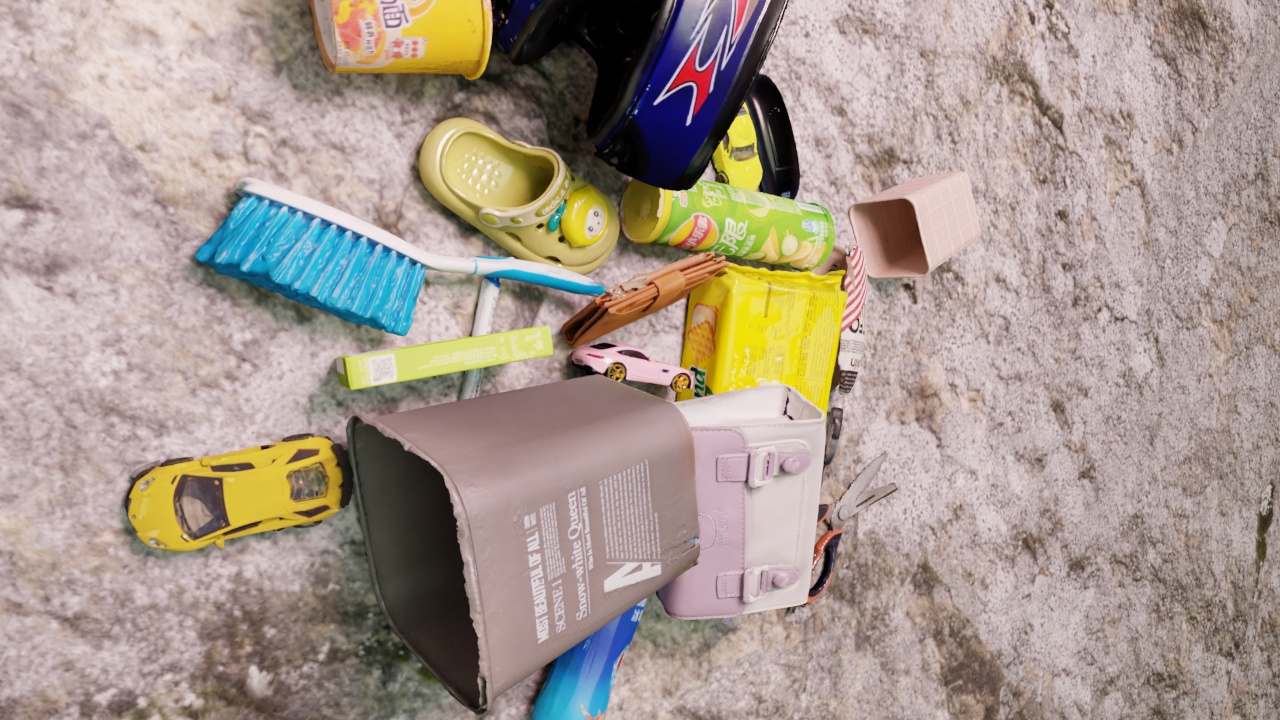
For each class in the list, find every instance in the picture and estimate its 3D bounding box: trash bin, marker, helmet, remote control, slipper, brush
[{"bbox_3d":[-0.084,0.120,0.723,0.219,0.199,0.199,-17,113,-34],"label":"trash bin"},{"bbox_3d":[-0.140,-0.001,0.786,0.016,0.017,0.145,12,88,-33],"label":"marker"},{"bbox_3d":[-0.016,-0.315,0.707,0.240,0.247,0.315,20,86,-13],"label":"helmet"},{"bbox_3d":[0.137,-0.225,0.938,0.053,0.024,0.136,-24,106,-28],"label":"remote control"},{"bbox_3d":[-0.092,-0.135,0.769,0.190,0.082,0.091,27,82,-28],"label":"slipper"},{"bbox_3d":[-0.173,-0.067,0.730,0.314,0.061,0.109,22,77,-27],"label":"brush"}]

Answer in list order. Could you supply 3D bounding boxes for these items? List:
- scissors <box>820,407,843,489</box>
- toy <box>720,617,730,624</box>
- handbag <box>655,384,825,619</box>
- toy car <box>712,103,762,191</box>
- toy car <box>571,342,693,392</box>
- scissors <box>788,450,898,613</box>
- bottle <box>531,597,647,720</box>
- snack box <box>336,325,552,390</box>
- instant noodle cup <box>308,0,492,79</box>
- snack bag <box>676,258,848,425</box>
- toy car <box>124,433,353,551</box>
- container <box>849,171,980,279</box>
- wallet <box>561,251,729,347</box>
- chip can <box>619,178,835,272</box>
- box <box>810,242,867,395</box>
[{"bbox_3d":[0.187,0.122,0.957,0.014,0.159,0.181,12,122,6],"label":"scissors"},{"bbox_3d":[0.065,0.211,0.920,0.108,0.039,0.083,28,81,-26],"label":"toy"},{"bbox_3d":[0.085,0.131,0.830,0.145,0.098,0.197,-6,112,-14],"label":"handbag"},{"bbox_3d":[0.095,-0.213,0.909,0.048,0.032,0.105,-24,108,-29],"label":"toy car"},{"bbox_3d":[-0.005,0.005,0.849,0.122,0.056,0.037,10,94,-32],"label":"toy car"},{"bbox_3d":[0.210,0.185,1.025,0.189,0.015,0.221,21,82,-32],"label":"scissors"},{"bbox_3d":[-0.035,0.239,0.843,0.065,0.065,0.218,25,81,-31],"label":"bottle"},{"bbox_3d":[-0.155,-0.003,0.723,0.156,0.086,0.026,-10,95,-23],"label":"snack box"},{"bbox_3d":[-0.183,-0.273,0.674,0.109,0.138,0.138,-13,101,-23],"label":"instant noodle cup"},{"bbox_3d":[0.119,0.023,0.907,0.158,0.068,0.246,6,93,-22],"label":"snack bag"},{"bbox_3d":[-0.295,0.099,0.683,0.155,0.041,0.071,-9,98,-30],"label":"toy car"},{"bbox_3d":[0.308,-0.153,1.017,0.110,0.090,0.090,-29,108,-31],"label":"container"},{"bbox_3d":[0.003,-0.056,0.821,0.131,0.108,0.031,-26,87,-29],"label":"wallet"},{"bbox_3d":[0.091,-0.133,0.889,0.221,0.073,0.072,5,91,-32],"label":"chip can"},{"bbox_3d":[0.203,-0.045,0.989,0.074,0.081,0.163,-3,95,-64],"label":"box"}]
